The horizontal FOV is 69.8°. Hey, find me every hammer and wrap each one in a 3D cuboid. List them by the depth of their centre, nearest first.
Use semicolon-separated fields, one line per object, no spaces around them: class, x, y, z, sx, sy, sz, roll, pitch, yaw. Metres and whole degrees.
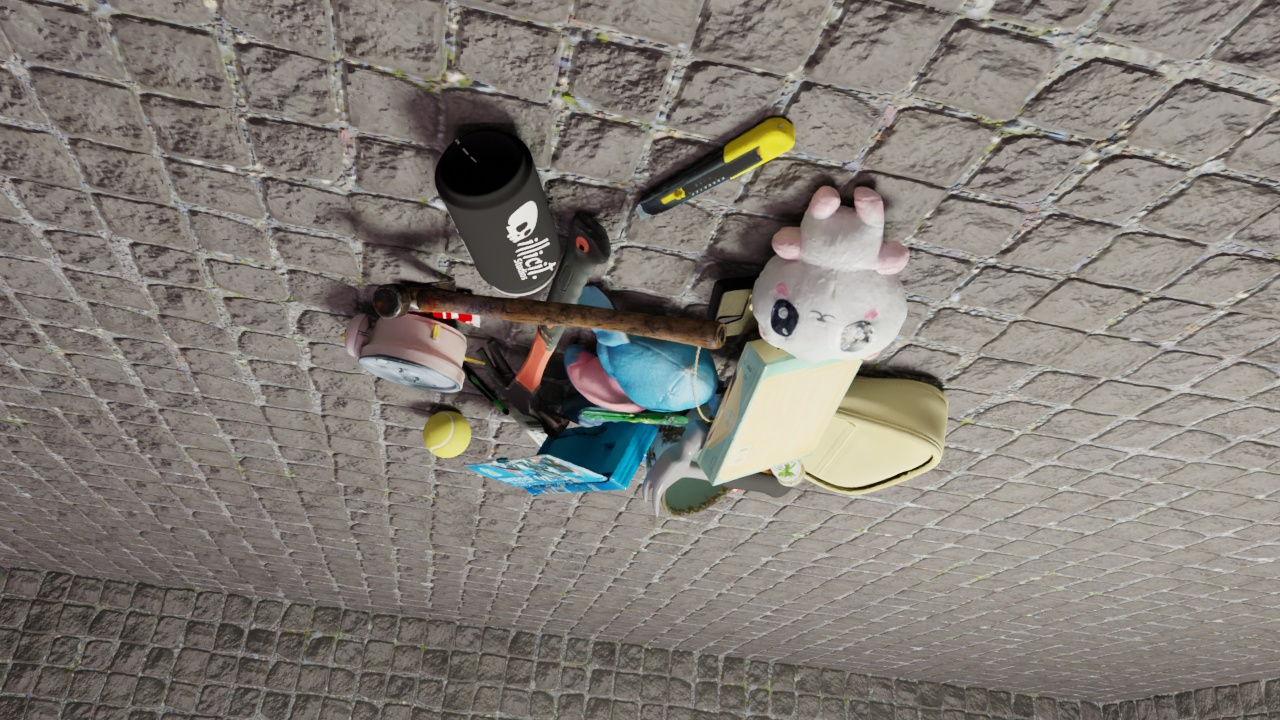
hammer;-0.078;-0.045;0.857;0.331;0.033;0.119;8;-167;21
hammer;-0.093;-0.036;0.961;0.133;0.033;0.334;42;144;7
hammer;0.111;0.147;1.142;0.125;0.029;0.310;-51;146;15

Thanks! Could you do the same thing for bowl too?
bowl;0.066;0.110;1.169;0.159;0.094;0.160;-26;140;-24

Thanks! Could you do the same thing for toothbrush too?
toothbrush;-0.209;0.030;1.179;0.017;0.014;0.188;10;156;22

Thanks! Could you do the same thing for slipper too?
slipper;-0.014;0.099;1.231;0.104;0.059;0.213;-21;141;39

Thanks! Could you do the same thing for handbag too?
handbag;0.094;-0.004;0.931;0.084;0.027;0.178;-7;131;-23
handbag;0.264;0.087;1.139;0.191;0.088;0.233;22;153;1

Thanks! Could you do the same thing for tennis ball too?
tennis ball;-0.269;0.102;1.276;0.065;0.065;0.065;4;154;2

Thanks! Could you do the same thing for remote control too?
remote control;-0.134;0.093;1.279;0.050;0.022;0.133;-2;152;16

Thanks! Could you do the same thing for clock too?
clock;-0.268;-0.010;1.038;0.158;0.058;0.117;4;161;25

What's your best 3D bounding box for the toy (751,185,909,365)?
toy;0.172;-0.076;0.818;0.139;0.101;0.180;13;136;13

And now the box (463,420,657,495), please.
box;-0.104;0.109;1.127;0.113;0.113;0.244;40;153;-21

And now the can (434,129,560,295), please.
can;-0.117;-0.122;0.783;0.080;0.080;0.146;1;153;8

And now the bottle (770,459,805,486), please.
bottle;0.171;0.112;1.137;0.043;0.042;0.110;-9;133;27

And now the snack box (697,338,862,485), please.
snack box;0.152;0.047;0.980;0.141;0.044;0.194;-13;140;-28

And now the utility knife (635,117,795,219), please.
utility knife;0.054;-0.153;0.760;0.028;0.020;0.174;28;147;-34

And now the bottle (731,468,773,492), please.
bottle;0.174;0.154;1.312;0.134;0.048;0.071;-16;146;37

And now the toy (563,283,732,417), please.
toy;-0.006;0.006;1.017;0.224;0.098;0.192;31;156;-28

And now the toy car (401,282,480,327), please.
toy car;-0.216;-0.060;0.988;0.089;0.025;0.038;8;153;-5

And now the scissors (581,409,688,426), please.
scissors;-0.005;0.063;1.022;0.131;0.012;0.112;2;172;21
